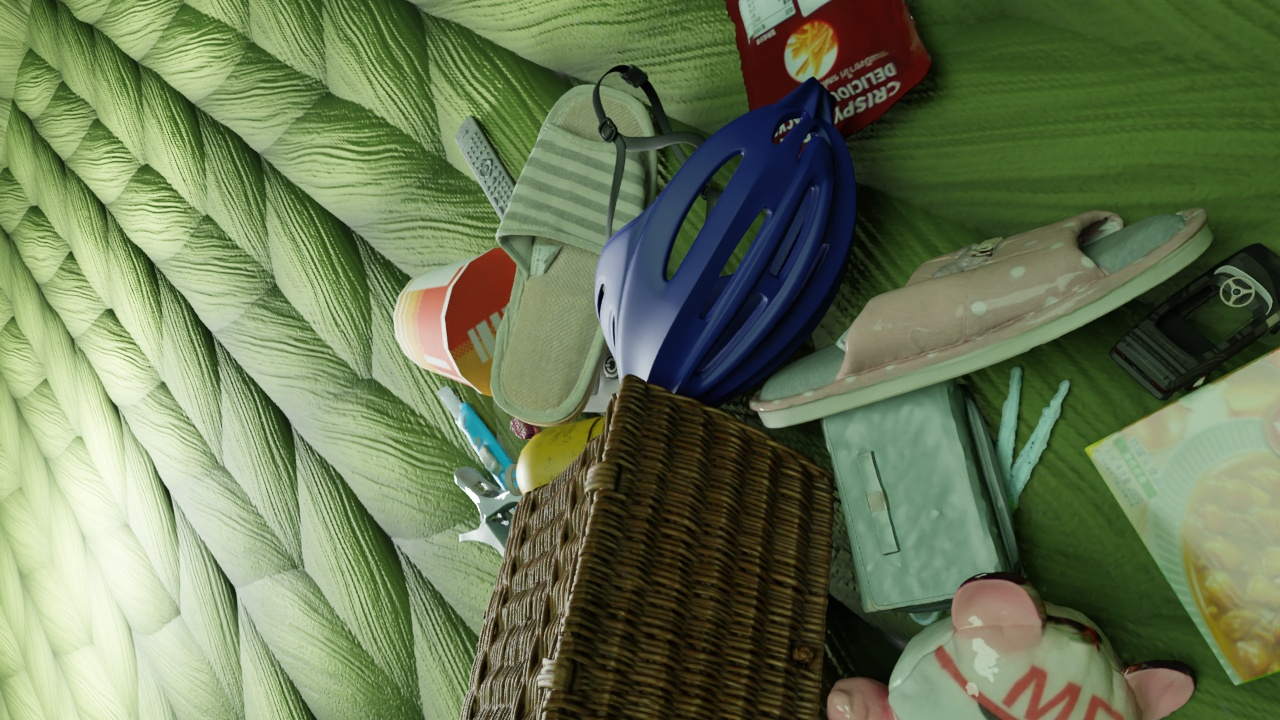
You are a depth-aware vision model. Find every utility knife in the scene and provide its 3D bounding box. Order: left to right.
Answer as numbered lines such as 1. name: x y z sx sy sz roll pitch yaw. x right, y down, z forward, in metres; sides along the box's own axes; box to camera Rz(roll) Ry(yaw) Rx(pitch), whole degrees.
1. utility knife: -0.142 0.083 0.846 0.185 0.015 0.031 47 114 35

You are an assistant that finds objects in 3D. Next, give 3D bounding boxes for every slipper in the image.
1. slipper: -0.055 -0.082 0.715 0.114 0.054 0.272 12 89 3
2. slipper: 0.169 -0.027 0.519 0.275 0.113 0.054 -26 94 39

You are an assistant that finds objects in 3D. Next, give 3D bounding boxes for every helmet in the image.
1. helmet: 0.030 -0.091 0.612 0.227 0.147 0.242 46 108 30

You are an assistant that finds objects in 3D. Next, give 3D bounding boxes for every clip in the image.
1. clip: -0.109 0.158 0.790 0.163 0.028 0.115 11 105 47

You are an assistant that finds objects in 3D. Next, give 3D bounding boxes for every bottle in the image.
1. bottle: -0.029 0.078 0.685 0.164 0.071 0.071 -14 77 27

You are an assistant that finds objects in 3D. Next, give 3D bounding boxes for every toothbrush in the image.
1. toothbrush: -0.151 0.013 0.856 0.190 0.016 0.016 44 116 34

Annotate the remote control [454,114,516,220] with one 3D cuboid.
1. remote control: -0.139 -0.176 0.861 0.033 0.013 0.136 -47 59 29

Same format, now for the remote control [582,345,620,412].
1. remote control: -0.004 0.004 0.725 0.151 0.019 0.074 -2 85 41

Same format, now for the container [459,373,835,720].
1. container: -0.007 0.170 0.561 0.184 0.162 0.249 -38 32 51

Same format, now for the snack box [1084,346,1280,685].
1. snack box: 0.322 0.059 0.428 0.168 0.027 0.132 -39 63 33

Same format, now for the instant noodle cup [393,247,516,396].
1. instant noodle cup: -0.142 -0.033 0.790 0.121 0.123 0.123 5 90 49

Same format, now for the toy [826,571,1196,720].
1. toy: 0.176 0.205 0.502 0.142 0.084 0.214 34 119 3

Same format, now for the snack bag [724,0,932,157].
1. snack bag: 0.109 -0.244 0.616 0.139 0.066 0.207 -22 75 44

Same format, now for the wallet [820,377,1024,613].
1. wallet: 0.162 0.081 0.544 0.101 0.054 0.131 -30 65 43

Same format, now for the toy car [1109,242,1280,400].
1. toy car: 0.279 -0.020 0.447 0.092 0.037 0.040 -34 59 -2

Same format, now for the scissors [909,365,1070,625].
1. scissors: 0.202 0.084 0.542 0.093 0.032 0.175 12 91 43
